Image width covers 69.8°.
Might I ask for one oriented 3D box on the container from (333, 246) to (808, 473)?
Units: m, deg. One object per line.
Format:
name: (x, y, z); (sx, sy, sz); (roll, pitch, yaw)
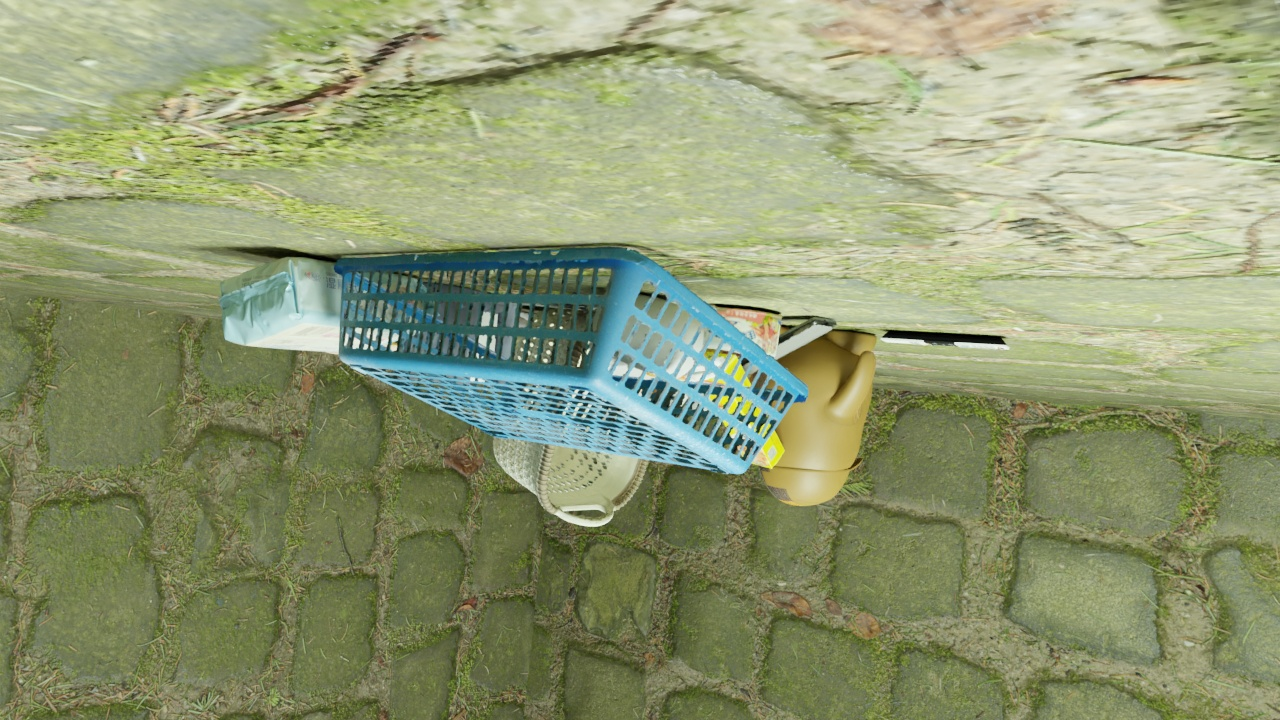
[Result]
container: (-0.077, 0.008, 0.770); (0.363, 0.089, 0.257); (4, 159, 41)

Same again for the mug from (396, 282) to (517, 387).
mug: (-0.200, -0.025, 1.001); (0.123, 0.104, 0.084); (7, 177, -18)

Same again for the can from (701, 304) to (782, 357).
can: (0.096, -0.029, 0.913); (0.086, 0.043, 0.086); (7, 180, 0)

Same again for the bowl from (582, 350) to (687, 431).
bowl: (-0.006, 0.006, 0.990); (0.149, 0.150, 0.043); (7, -160, -38)

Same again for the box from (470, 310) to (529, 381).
box: (-0.173, -0.027, 1.137); (0.136, 0.126, 0.109); (17, 175, -25)

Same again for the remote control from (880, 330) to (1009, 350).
remote control: (0.313, -0.021, 0.946); (0.124, 0.012, 0.028); (5, 178, 29)

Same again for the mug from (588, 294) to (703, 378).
mug: (-0.009, -0.021, 0.875); (0.089, 0.071, 0.107); (18, 148, -39)

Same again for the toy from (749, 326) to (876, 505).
toy: (0.201, 0.068, 1.063); (0.162, 0.203, 0.199); (6, 178, -26)

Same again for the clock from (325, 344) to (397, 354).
clock: (-0.352, -0.055, 1.204); (0.131, 0.086, 0.160); (5, -173, 33)

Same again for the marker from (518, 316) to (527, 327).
marker: (-0.166, -0.053, 1.232); (0.125, 0.025, 0.025); (7, 178, -26)

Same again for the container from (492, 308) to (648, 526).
container: (-0.069, 0.054, 1.085); (0.143, 0.246, 0.184); (22, -172, 38)

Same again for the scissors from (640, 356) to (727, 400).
scissors: (0.031, 0.016, 0.911); (0.128, 0.011, 0.125); (-10, -161, 17)

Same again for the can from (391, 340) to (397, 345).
can: (-0.298, -0.051, 1.072); (0.067, 0.067, 0.105); (8, 177, -42)

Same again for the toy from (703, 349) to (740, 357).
toy: (0.081, -0.017, 1.043); (0.103, 0.084, 0.046); (7, 146, 29)

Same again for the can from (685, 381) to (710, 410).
can: (0.094, 0.024, 1.202); (0.064, 0.127, 0.064); (6, 178, 0)

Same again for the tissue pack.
tissue pack: (-0.294, -0.051, 0.877); (0.112, 0.070, 0.181); (-14, 170, 32)

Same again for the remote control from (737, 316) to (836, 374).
remote control: (0.145, -0.015, 0.956); (0.033, 0.013, 0.137); (7, 154, -34)

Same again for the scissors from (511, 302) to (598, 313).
scissors: (-0.061, -0.057, 0.962); (0.141, 0.014, 0.174); (2, -179, -34)

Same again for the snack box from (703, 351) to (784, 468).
snack box: (0.107, 0.054, 0.976); (0.040, 0.028, 0.148); (10, 141, 46)
